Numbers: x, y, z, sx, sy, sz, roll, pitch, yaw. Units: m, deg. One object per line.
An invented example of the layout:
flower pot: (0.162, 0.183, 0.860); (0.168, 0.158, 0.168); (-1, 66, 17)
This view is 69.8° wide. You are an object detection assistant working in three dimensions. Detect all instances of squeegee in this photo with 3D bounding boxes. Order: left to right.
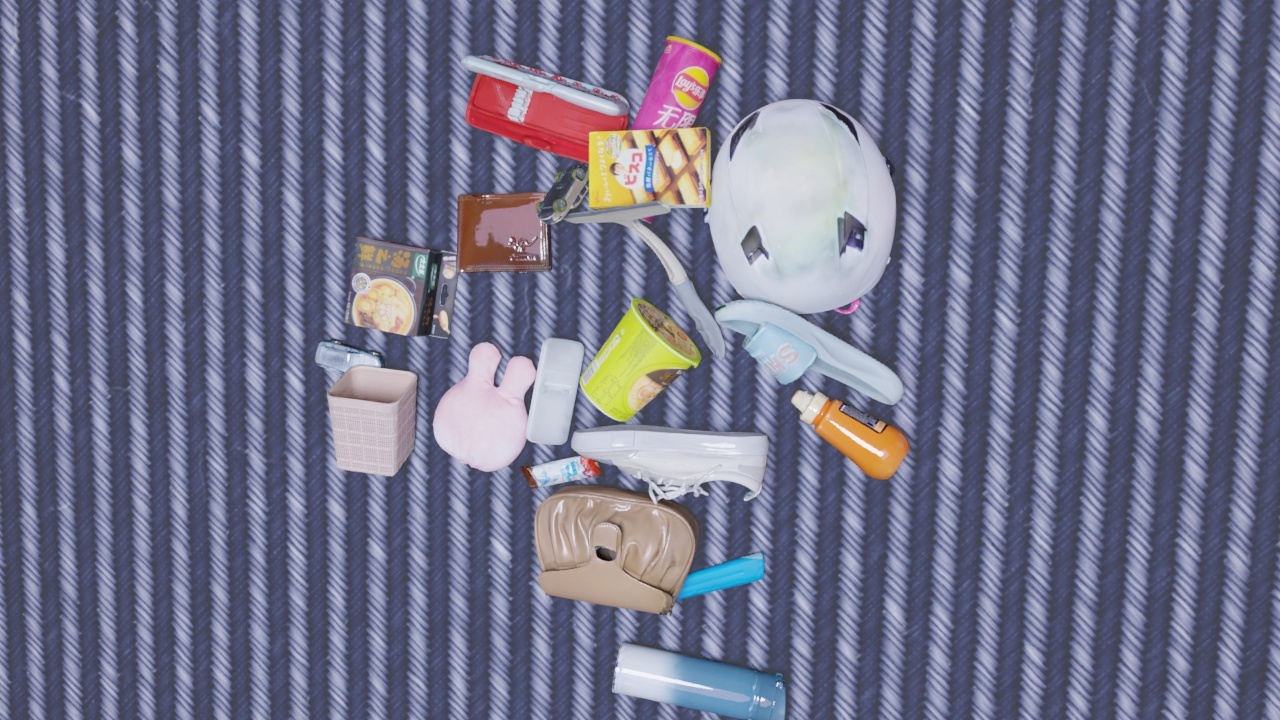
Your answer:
squeegee: (0.039, -0.098, 1.098); (0.039, 0.247, 0.246); (-47, 114, -18)

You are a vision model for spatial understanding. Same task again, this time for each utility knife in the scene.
utility knife: (0.084, 0.280, 1.170); (0.159, 0.018, 0.034); (-18, 89, 10)

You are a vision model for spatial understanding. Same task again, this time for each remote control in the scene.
remote control: (-0.108, 0.039, 1.160); (0.055, 0.020, 0.136); (7, 97, -27)

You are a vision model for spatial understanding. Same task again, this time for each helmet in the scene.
helmet: (0.179, -0.184, 1.044); (0.229, 0.145, 0.258); (-6, 89, 10)

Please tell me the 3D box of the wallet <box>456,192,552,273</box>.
wallet: (-0.172, -0.160, 1.156); (0.124, 0.032, 0.101); (0, 98, 8)

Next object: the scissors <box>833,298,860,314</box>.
scissors: (0.229, -0.124, 1.118); (0.084, 0.017, 0.137); (-43, 85, 9)

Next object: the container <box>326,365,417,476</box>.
container: (-0.334, 0.078, 1.157); (0.090, 0.090, 0.111); (7, 116, 5)

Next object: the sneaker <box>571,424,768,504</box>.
sneaker: (0.035, 0.129, 1.128); (0.242, 0.089, 0.090); (4, 90, 0)

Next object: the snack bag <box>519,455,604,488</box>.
snack bag: (-0.099, 0.142, 1.171); (0.104, 0.026, 0.048); (-11, 134, 7)

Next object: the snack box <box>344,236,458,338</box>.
snack box: (-0.304, -0.092, 1.171); (0.126, 0.053, 0.113); (10, 96, 11)

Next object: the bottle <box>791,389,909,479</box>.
bottle: (0.249, 0.083, 1.113); (0.149, 0.066, 0.067); (34, 98, 10)

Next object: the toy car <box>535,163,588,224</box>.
toy car: (-0.092, -0.201, 1.120); (0.035, 0.042, 0.090); (47, 61, -32)

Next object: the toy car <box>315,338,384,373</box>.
toy car: (-0.379, 0.001, 1.194); (0.090, 0.034, 0.043); (17, 94, 3)

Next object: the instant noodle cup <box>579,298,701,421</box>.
instant noodle cup: (-0.007, 0.007, 1.118); (0.111, 0.111, 0.124); (43, 107, 2)

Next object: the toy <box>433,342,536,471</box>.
toy: (-0.193, 0.060, 1.165); (0.121, 0.054, 0.159); (24, 98, -3)

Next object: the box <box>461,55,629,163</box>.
box: (-0.118, -0.305, 1.100); (0.201, 0.101, 0.095); (19, 96, 5)

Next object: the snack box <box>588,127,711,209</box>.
snack box: (0.010, -0.219, 1.053); (0.140, 0.033, 0.087); (2, 92, 15)

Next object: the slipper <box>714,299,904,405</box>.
slipper: (0.194, 0.001, 1.088); (0.245, 0.104, 0.074); (27, 85, -4)

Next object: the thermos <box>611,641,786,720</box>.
thermos: (0.075, 0.411, 1.159); (0.220, 0.070, 0.070); (11, 96, 6)

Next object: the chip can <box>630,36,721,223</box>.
chip can: (0.023, -0.274, 1.100); (0.071, 0.071, 0.210); (24, 97, 4)

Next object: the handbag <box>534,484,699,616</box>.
handbag: (-0.034, 0.235, 1.138); (0.204, 0.099, 0.148); (7, 94, 10)
